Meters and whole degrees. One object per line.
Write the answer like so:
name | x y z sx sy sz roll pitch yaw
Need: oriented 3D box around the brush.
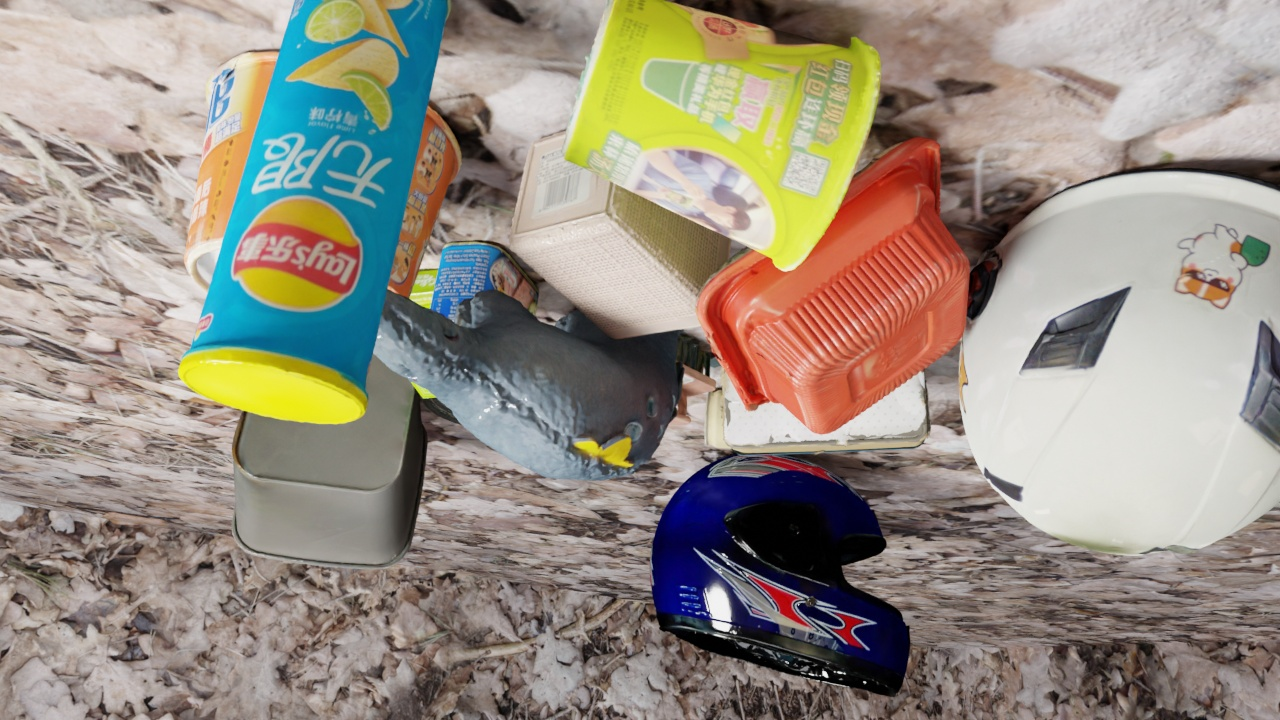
brush | -0.005 0.005 0.782 0.145 0.073 0.063 26 152 -38

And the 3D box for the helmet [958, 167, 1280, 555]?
helmet | 0.302 0.030 0.569 0.230 0.156 0.274 19 154 17

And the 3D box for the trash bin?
trash bin | -0.323 0.091 0.961 0.199 0.198 0.220 9 152 -12

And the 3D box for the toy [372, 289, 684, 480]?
toy | -0.046 0.013 0.601 0.092 0.137 0.355 -28 165 27

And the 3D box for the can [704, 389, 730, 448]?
can | 0.123 0.060 0.907 0.116 0.058 0.058 3 159 10

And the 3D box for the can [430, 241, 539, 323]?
can | -0.120 -0.032 0.703 0.057 0.083 0.102 0 159 17

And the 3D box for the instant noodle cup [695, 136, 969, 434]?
instant noodle cup | 0.128 -0.027 0.557 0.164 0.079 0.189 -36 153 1

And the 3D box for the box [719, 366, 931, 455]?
box | 0.147 0.034 0.771 0.184 0.089 0.061 -2 169 17

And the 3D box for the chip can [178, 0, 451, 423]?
chip can | -0.134 -0.082 0.400 0.071 0.210 0.071 6 159 2

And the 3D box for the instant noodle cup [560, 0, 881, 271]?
instant noodle cup | 0.031 -0.114 0.430 0.123 0.111 0.112 18 158 -8

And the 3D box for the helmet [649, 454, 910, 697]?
helmet | 0.172 0.237 1.088 0.315 0.240 0.248 16 160 4

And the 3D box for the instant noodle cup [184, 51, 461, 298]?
instant noodle cup | -0.190 -0.088 0.539 0.151 0.111 0.151 5 159 2

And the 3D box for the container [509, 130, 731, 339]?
container | -0.011 -0.080 0.547 0.090 0.089 0.111 -8 152 33

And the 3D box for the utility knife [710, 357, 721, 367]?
utility knife | 0.115 -0.016 0.776 0.029 0.013 0.182 19 157 -30

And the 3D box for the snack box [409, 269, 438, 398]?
snack box | -0.176 -0.019 0.787 0.086 0.026 0.156 -5 147 10

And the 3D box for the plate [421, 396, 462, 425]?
plate | -0.137 0.037 0.960 0.179 0.024 0.180 1 155 0
